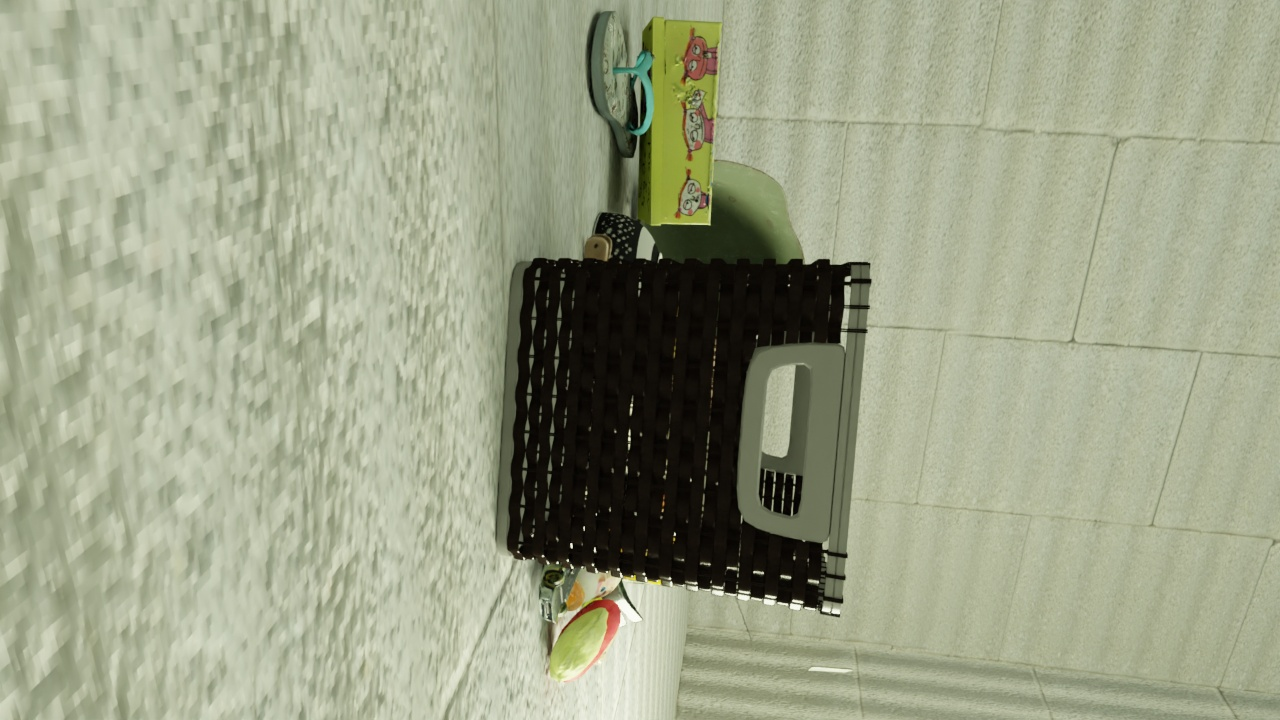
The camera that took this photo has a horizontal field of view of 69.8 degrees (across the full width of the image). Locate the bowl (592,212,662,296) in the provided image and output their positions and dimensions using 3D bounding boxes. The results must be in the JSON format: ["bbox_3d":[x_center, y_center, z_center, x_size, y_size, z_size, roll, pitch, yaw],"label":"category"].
[{"bbox_3d":[-0.012,-0.096,0.982,0.120,0.066,0.120,6,89,-83],"label":"bowl"}]

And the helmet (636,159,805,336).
[{"bbox_3d":[0.092,-0.145,1.239,0.227,0.267,0.154,-60,-157,0],"label":"helmet"}]

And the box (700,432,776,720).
[{"bbox_3d":[0.111,0.312,1.341,0.166,0.108,0.418,67,14,-69],"label":"box"}]

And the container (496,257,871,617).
[{"bbox_3d":[0.037,0.040,0.739,0.245,0.244,0.247,-28,122,-82],"label":"container"}]

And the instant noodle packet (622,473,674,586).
[{"bbox_3d":[0.003,0.244,1.350,0.221,0.084,0.162,54,41,-71],"label":"instant noodle packet"}]

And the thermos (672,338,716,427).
[{"bbox_3d":[0.078,-0.006,1.427,0.226,0.173,0.172,77,18,-48],"label":"thermos"}]

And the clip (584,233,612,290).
[{"bbox_3d":[-0.043,-0.098,0.917,0.045,0.025,0.061,-66,167,-65],"label":"clip"}]

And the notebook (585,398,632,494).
[{"bbox_3d":[-0.021,0.093,0.988,0.153,0.012,0.209,-58,169,-10],"label":"notebook"}]

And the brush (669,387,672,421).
[{"bbox_3d":[0.049,0.031,1.104,0.050,0.015,0.135,97,14,-55],"label":"brush"}]

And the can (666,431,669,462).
[{"bbox_3d":[0.019,0.091,1.334,0.127,0.073,0.128,6,89,-83],"label":"can"}]

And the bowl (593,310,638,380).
[{"bbox_3d":[-0.024,-0.021,0.908,0.124,0.052,0.123,-49,-156,30],"label":"bowl"}]

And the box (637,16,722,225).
[{"bbox_3d":[0.039,-0.264,1.039,0.124,0.079,0.221,-112,-155,-74],"label":"box"}]

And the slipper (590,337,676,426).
[{"bbox_3d":[-0.006,0.006,1.052,0.262,0.078,0.100,-48,164,-51],"label":"slipper"}]

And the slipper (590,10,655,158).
[{"bbox_3d":[-0.008,-0.287,0.962,0.268,0.055,0.098,33,60,-84],"label":"slipper"}]

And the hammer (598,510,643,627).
[{"bbox_3d":[-0.010,0.224,1.112,0.330,0.033,0.132,2,70,-80],"label":"hammer"}]

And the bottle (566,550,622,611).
[{"bbox_3d":[-0.050,0.202,0.892,0.108,0.063,0.063,-35,130,-65],"label":"bottle"}]

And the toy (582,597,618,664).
[{"bbox_3d":[-0.045,0.298,1.072,0.092,0.043,0.118,-58,153,-78],"label":"toy"}]

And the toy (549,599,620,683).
[{"bbox_3d":[-0.054,0.271,0.894,0.091,0.045,0.135,-51,172,-2],"label":"toy"}]

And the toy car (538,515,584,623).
[{"bbox_3d":[-0.072,0.182,0.818,0.105,0.033,0.048,-68,163,-54],"label":"toy car"}]
